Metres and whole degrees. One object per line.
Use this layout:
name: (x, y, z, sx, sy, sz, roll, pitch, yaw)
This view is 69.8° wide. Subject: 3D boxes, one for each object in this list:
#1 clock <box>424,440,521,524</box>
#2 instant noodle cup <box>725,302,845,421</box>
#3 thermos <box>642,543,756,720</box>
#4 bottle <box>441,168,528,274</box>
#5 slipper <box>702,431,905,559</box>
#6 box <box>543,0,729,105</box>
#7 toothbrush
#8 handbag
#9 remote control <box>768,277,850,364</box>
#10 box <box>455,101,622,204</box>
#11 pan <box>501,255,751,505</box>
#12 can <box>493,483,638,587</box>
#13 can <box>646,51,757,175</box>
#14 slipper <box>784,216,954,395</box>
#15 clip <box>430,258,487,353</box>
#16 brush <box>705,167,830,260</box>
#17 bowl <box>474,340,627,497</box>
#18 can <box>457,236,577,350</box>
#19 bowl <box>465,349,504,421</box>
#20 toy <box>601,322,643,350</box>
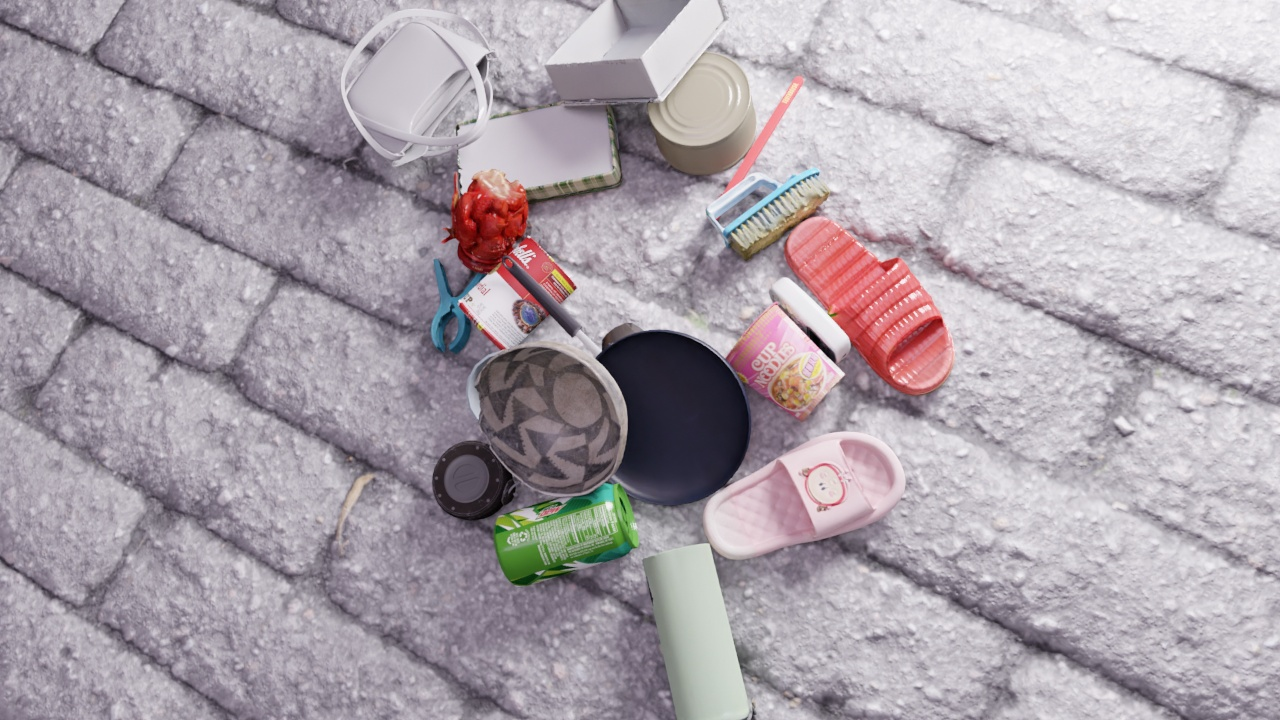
clock: (-0.189, 0.139, 1.068, 0.123, 0.044, 0.091, -17, 73, 7)
instant noodle cup: (0.159, 0.007, 1.008, 0.108, 0.098, 0.097, 41, 87, 11)
thermos: (0.067, 0.312, 0.955, 0.082, 0.082, 0.231, -16, 73, 7)
bottle: (-0.187, -0.168, 1.098, 0.099, 0.111, 0.098, 10, 46, -11)
slipper: (0.171, 0.145, 0.986, 0.222, 0.055, 0.106, -23, 71, 6)
box: (0.037, -0.464, 1.125, 0.166, 0.098, 0.367, 12, 62, 39)
toothbrush: (0.141, -0.260, 1.114, 0.012, 0.018, 0.212, 30, 84, 17)
handbag: (-0.263, -0.342, 1.157, 0.223, 0.095, 0.215, 37, 86, 33)
remote control: (0.189, -0.045, 1.028, 0.028, 0.060, 0.114, -40, 71, -3)
box: (-0.129, -0.258, 1.155, 0.206, 0.051, 0.117, -11, 77, 10)
pan: (-0.030, 0.008, 1.027, 0.356, 0.021, 0.199, 45, 111, 6)
can: (-0.081, 0.191, 1.011, 0.144, 0.083, 0.083, -18, 73, 7)
can: (0.075, -0.298, 1.108, 0.128, 0.073, 0.127, -3, 75, 11)
slipper: (0.255, -0.072, 1.022, 0.103, 0.059, 0.248, -37, 71, 1)
clip: (-0.220, -0.067, 1.138, 0.102, 0.027, 0.119, 7, 77, 16)
brush: (0.150, -0.185, 1.073, 0.136, 0.055, 0.075, -36, 77, 0)
bowl: (-0.084, 0.053, 0.996, 0.179, 0.081, 0.179, 11, 117, 23)
can: (-0.146, -0.077, 1.091, 0.116, 0.086, 0.086, -44, 72, -2)
bowl: (-0.148, 0.035, 1.076, 0.106, 0.039, 0.106, 1, 104, 2)
toy: (-0.006, 0.006, 1.059, 0.076, 0.062, 0.100, -43, 69, 38)
